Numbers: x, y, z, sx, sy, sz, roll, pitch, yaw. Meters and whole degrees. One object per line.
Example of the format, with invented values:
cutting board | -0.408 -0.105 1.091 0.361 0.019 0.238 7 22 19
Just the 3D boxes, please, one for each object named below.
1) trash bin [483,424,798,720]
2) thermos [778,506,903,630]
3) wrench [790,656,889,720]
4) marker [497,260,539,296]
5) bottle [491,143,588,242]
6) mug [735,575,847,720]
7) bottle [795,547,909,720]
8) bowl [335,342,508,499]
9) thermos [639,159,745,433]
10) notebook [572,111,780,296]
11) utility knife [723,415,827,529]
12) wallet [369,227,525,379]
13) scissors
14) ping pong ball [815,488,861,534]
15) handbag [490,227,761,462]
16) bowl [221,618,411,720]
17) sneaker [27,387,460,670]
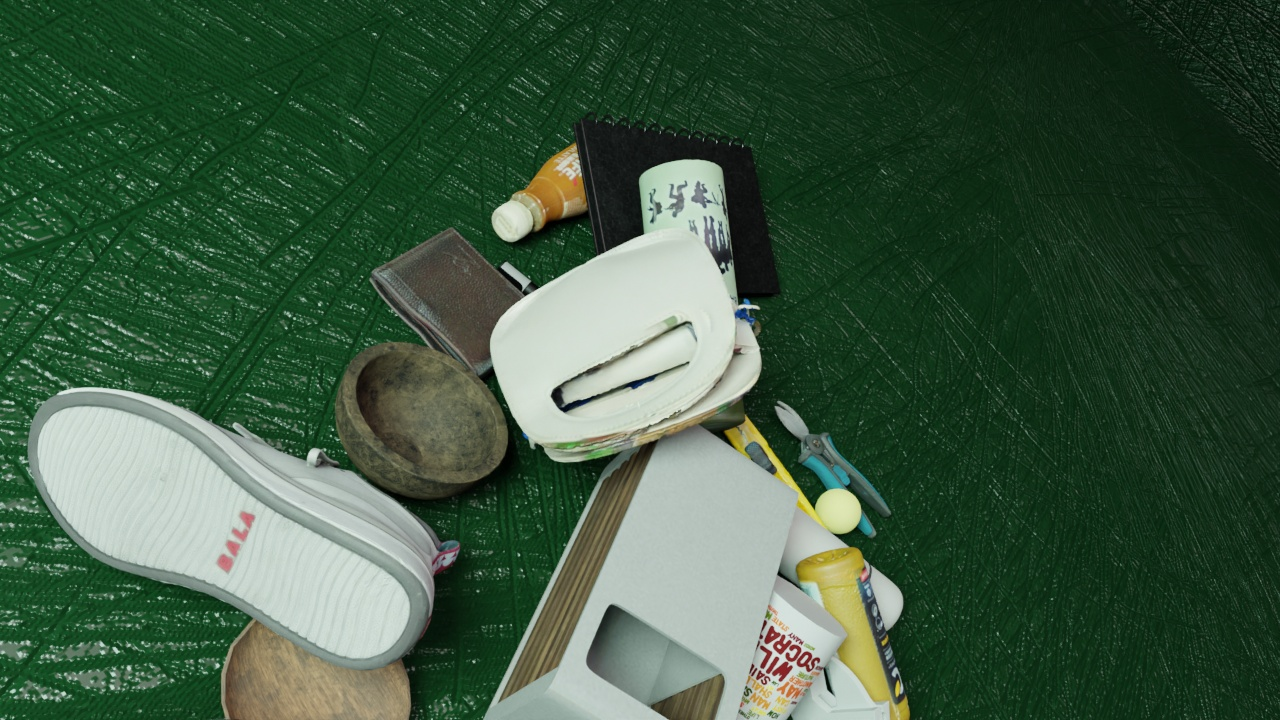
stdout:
trash bin | 0.007 0.167 0.633 0.114 0.115 0.228 34 48 -9
thermos | 0.122 0.148 0.763 0.224 0.052 0.052 38 47 -5
wrench | 0.179 0.347 0.666 0.018 0.087 0.273 -13 78 -38
marker | -0.066 -0.036 0.791 0.140 0.016 0.016 39 47 -5
bottle | -0.071 -0.157 0.840 0.059 0.059 0.166 45 49 1
mug | 0.095 0.212 0.672 0.073 0.089 0.105 36 4 19
bottle | 0.171 0.241 0.706 0.053 0.053 0.186 -14 85 -38
bowl | -0.159 0.051 0.640 0.121 0.056 0.121 27 34 -21
thermos | 0.043 -0.051 0.796 0.082 0.083 0.231 1 79 -33
notebook | 0.041 -0.145 0.882 0.231 0.019 0.169 -4 80 -43
utility knife | 0.102 0.085 0.817 0.030 0.018 0.206 -34 76 -7
wallet | -0.143 -0.047 0.740 0.120 0.031 0.099 46 43 3
scissors | 0.177 0.103 0.853 0.132 0.019 0.148 16 54 -25
ping pong ball | 0.176 0.134 0.816 0.040 0.040 0.040 17 52 -23
handbag | -0.004 0.004 0.670 0.093 0.201 0.199 60 6 -34
bowl | -0.192 0.198 0.543 0.101 0.026 0.114 -19 72 -39
sneaker | -0.231 0.084 0.557 0.263 0.097 0.128 24 7 3
